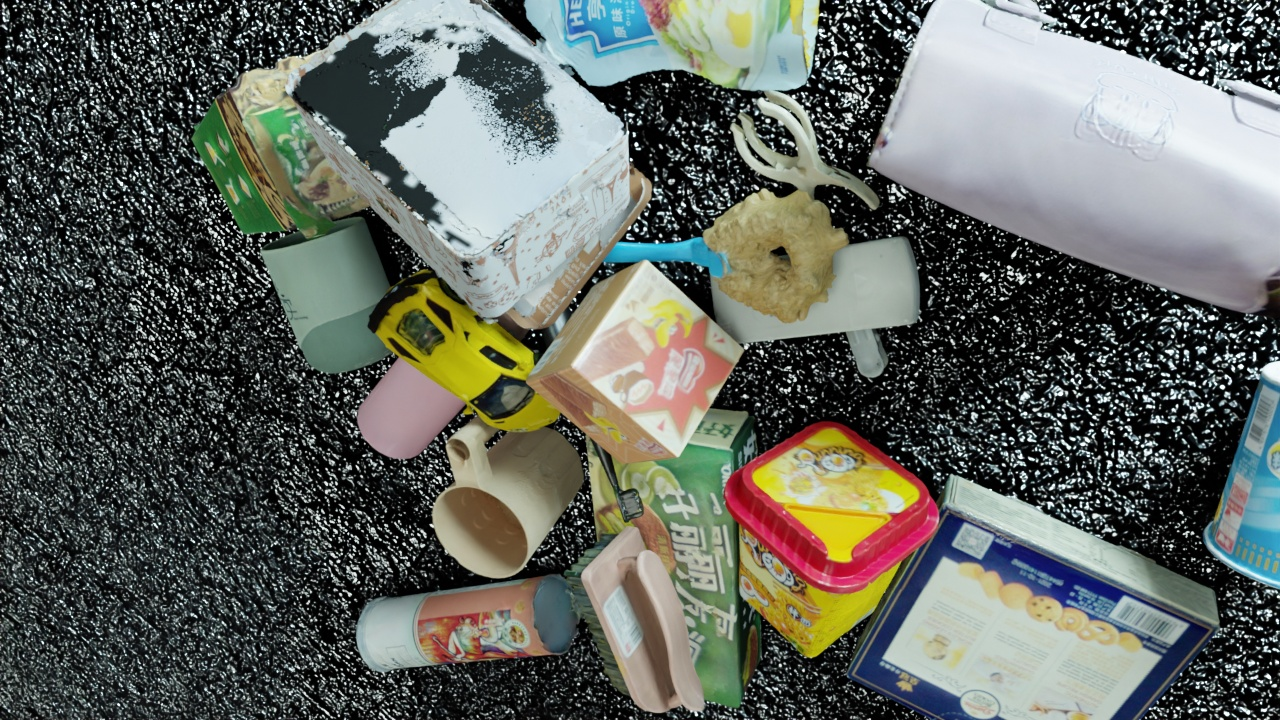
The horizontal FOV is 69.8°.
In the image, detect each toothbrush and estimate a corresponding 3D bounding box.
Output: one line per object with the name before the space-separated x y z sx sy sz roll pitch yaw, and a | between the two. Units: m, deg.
toothbrush | -0.043 0.014 0.649 0.027 0.026 0.212 -21 90 12

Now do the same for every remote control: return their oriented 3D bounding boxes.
remote control | 0.112 -0.044 0.601 0.135 0.019 0.056 -7 96 28

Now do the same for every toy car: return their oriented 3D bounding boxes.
toy car | -0.116 -0.001 0.648 0.071 0.041 0.156 -36 116 27

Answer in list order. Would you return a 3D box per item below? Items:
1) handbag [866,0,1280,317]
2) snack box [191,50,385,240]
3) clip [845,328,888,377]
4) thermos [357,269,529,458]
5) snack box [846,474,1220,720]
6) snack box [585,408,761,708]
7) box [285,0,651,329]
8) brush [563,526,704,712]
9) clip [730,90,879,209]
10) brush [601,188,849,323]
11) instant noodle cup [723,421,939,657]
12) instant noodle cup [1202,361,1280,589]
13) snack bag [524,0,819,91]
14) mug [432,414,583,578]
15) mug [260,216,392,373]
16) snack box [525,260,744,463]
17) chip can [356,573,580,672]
handbag | 0.223 -0.106 0.453 0.197 0.144 0.099 26 125 10
snack box | -0.253 -0.149 0.675 0.106 0.118 0.117 -10 110 41
clip | 0.148 -0.018 0.610 0.024 0.027 0.056 -21 95 29
thermos | -0.158 -0.001 0.716 0.199 0.087 0.067 -43 49 36
snack box | 0.264 0.194 0.645 0.178 0.045 0.183 25 122 11
snack box | 0.030 0.151 0.718 0.115 0.063 0.240 7 117 23
box | -0.101 -0.124 0.596 0.181 0.148 0.158 44 163 16
brush | 0.002 0.200 0.678 0.073 0.063 0.146 -5 113 38
clip | 0.093 -0.117 0.575 0.076 0.034 0.103 -27 110 30
brush | 0.016 -0.073 0.612 0.255 0.045 0.083 7 121 33
instant noodle cup | 0.123 0.127 0.630 0.116 0.115 0.124 39 142 36
instant noodle cup | 0.374 0.060 0.505 0.099 0.099 0.110 5 109 22
snack bag | 0.012 -0.222 0.555 0.191 0.038 0.110 10 123 22
mug | -0.105 0.090 0.724 0.084 0.103 0.125 1 115 24
mug | -0.248 -0.053 0.737 0.112 0.082 0.106 14 126 53
snack box | -0.004 0.004 0.612 0.094 0.092 0.077 42 154 -16
chip can | -0.161 0.243 0.848 0.215 0.071 0.071 -15 108 29
